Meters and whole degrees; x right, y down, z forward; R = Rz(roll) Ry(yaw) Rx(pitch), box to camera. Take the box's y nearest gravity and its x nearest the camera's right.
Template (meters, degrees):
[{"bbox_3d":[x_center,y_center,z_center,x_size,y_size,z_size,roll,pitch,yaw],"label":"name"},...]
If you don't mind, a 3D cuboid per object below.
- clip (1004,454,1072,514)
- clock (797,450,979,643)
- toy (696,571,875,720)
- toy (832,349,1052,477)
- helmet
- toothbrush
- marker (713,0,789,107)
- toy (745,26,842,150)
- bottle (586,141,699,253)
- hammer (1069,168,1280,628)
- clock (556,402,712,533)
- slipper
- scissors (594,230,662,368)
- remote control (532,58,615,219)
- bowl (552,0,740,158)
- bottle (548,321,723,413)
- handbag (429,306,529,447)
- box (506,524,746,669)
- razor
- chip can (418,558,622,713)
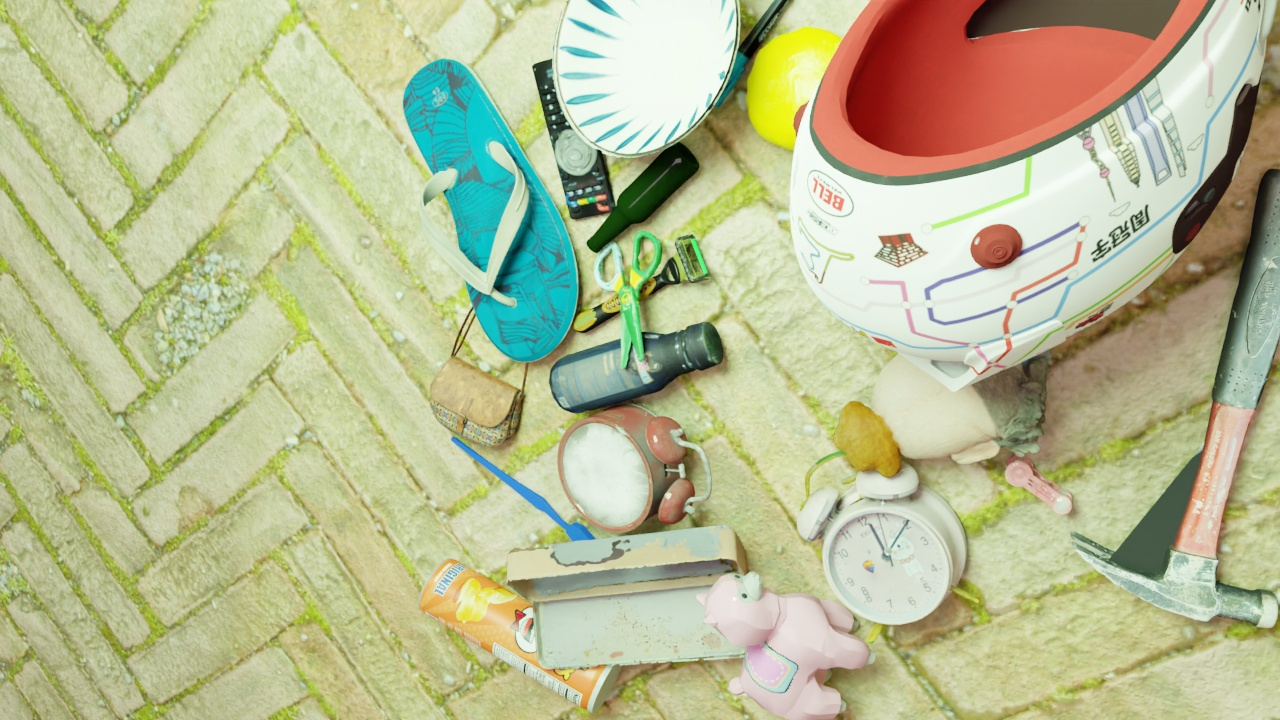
[{"bbox_3d":[0.315,0.097,0.725,0.059,0.039,0.023,41,111,15],"label":"clip"},{"bbox_3d":[0.198,0.145,0.762,0.117,0.058,0.158,-31,88,27],"label":"clock"},{"bbox_3d":[0.116,0.242,0.785,0.157,0.067,0.123,17,111,-16],"label":"toy"},{"bbox_3d":[0.232,0.031,0.709,0.176,0.076,0.132,-30,72,19],"label":"toy"},{"bbox_3d":[0.241,-0.135,0.582,0.315,0.236,0.231,-46,48,7],"label":"helmet"},{"bbox_3d":[-0.121,0.130,0.931,0.187,0.011,0.017,35,114,16],"label":"toothbrush"},{"bbox_3d":[0.091,-0.256,0.736,0.015,0.018,0.123,43,115,11],"label":"marker"},{"bbox_3d":[0.127,-0.212,0.719,0.096,0.041,0.094,-44,78,26],"label":"toy"},{"bbox_3d":[-0.002,-0.138,0.799,0.123,0.033,0.033,-41,84,27],"label":"bottle"},{"bbox_3d":[0.412,0.029,0.654,0.141,0.036,0.326,11,106,20],"label":"hammer"},{"bbox_3d":[0.000,0.096,0.834,0.157,0.061,0.110,-1,102,38],"label":"clock"},{"bbox_3d":[-0.143,-0.141,0.839,0.118,0.060,0.295,-24,89,15],"label":"slipper"},{"bbox_3d":[-0.018,-0.050,0.807,0.078,0.013,0.131,-4,73,36],"label":"scissors"},{"bbox_3d":[-0.058,-0.198,0.817,0.045,0.021,0.140,-7,104,26],"label":"remote control"},{"bbox_3d":[0.019,-0.246,0.733,0.178,0.070,0.177,1,92,37],"label":"bowl"},{"bbox_3d":[-0.005,0.005,0.821,0.161,0.056,0.056,-17,95,26],"label":"bottle"},{"bbox_3d":[-0.145,-0.012,0.892,0.093,0.043,0.196,26,108,17],"label":"handbag"},{"bbox_3d":[-0.007,0.223,0.838,0.217,0.121,0.094,-10,54,13],"label":"box"},{"bbox_3d":[-0.005,-0.061,0.825,0.144,0.021,0.044,-27,72,26],"label":"razor"},{"bbox_3d":[-0.123,0.278,0.935,0.210,0.062,0.062,25,111,17],"label":"chip can"}]
